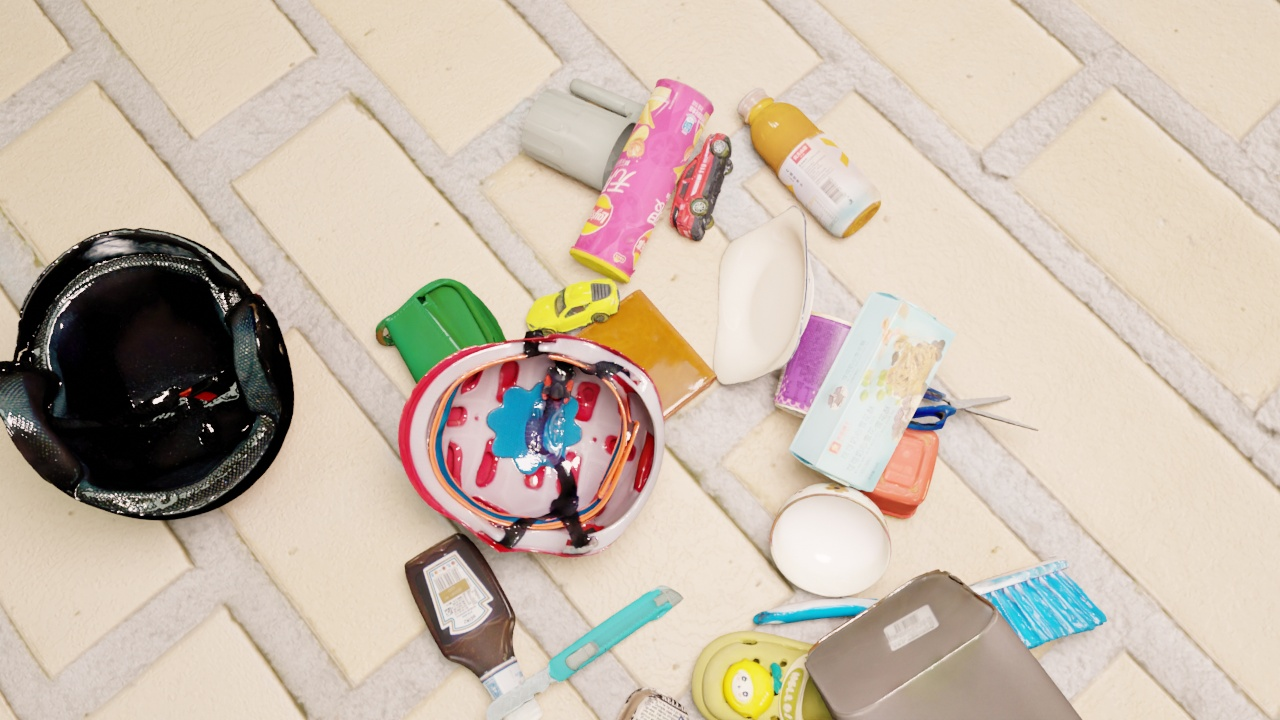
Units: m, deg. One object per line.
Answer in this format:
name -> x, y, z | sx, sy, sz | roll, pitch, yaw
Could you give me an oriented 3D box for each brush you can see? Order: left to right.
brush -> 0.274, 0.251, 0.885 | 0.314, 0.060, 0.109 | -18, 70, 0

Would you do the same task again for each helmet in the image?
helmet -> -0.456, 0.020, 0.877 | 0.233, 0.231, 0.274 | -18, 76, -18
helmet -> -0.101, 0.072, 0.888 | 0.240, 0.144, 0.207 | 11, 94, -4

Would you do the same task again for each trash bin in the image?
trash bin -> 0.268, 0.316, 0.761 | 0.198, 0.199, 0.220 | -32, 93, -1

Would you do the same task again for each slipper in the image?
slipper -> 0.145, 0.305, 0.859 | 0.190, 0.082, 0.091 | 6, 73, 1

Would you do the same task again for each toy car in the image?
toy car -> -0.073, -0.058, 0.971 | 0.105, 0.032, 0.048 | -17, 50, 10
toy car -> 0.067, -0.192, 1.003 | 0.045, 0.053, 0.120 | 19, 79, 16

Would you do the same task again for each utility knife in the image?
utility knife -> -0.053, 0.281, 0.884 | 0.221, 0.013, 0.029 | -30, 79, -18

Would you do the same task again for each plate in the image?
plate -> 0.129, -0.059, 0.924 | 0.034, 0.165, 0.163 | 11, 76, -24

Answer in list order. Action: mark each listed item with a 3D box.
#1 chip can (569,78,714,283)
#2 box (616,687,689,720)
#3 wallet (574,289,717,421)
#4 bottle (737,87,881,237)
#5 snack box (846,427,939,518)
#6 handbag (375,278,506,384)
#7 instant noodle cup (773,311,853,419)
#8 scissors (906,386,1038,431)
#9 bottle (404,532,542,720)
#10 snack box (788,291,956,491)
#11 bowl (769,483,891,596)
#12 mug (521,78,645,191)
chip can -> 0.002, -0.191, 0.978 | 0.071, 0.071, 0.210 | 26, 87, 8
box -> -0.008, 0.386, 0.843 | 0.075, 0.081, 0.163 | 30, 76, 3
wallet -> -0.006, 0.006, 0.964 | 0.119, 0.035, 0.130 | -39, 74, -6
bottle -> 0.179, -0.219, 0.998 | 0.068, 0.068, 0.189 | -38, 77, -8
snack box -> 0.249, 0.103, 0.906 | 0.082, 0.080, 0.091 | 16, 77, 7
handbag -> -0.206, -0.013, 0.965 | 0.120, 0.068, 0.131 | -31, 78, 2
instant noodle cup -> 0.190, 0.014, 0.922 | 0.111, 0.111, 0.099 | 20, 86, 7
scissors -> 0.306, 0.043, 0.919 | 0.162, 0.175, 0.012 | 30, 121, 38
bottle -> -0.157, 0.268, 0.898 | 0.080, 0.044, 0.195 | -30, 77, -6
snack box -> 0.215, 0.030, 0.853 | 0.074, 0.051, 0.175 | 25, 94, -27
bowl -> 0.186, 0.165, 0.892 | 0.113, 0.062, 0.113 | 6, 113, 14
mug -> -0.058, -0.256, 1.016 | 0.103, 0.084, 0.123 | 26, 60, 9
